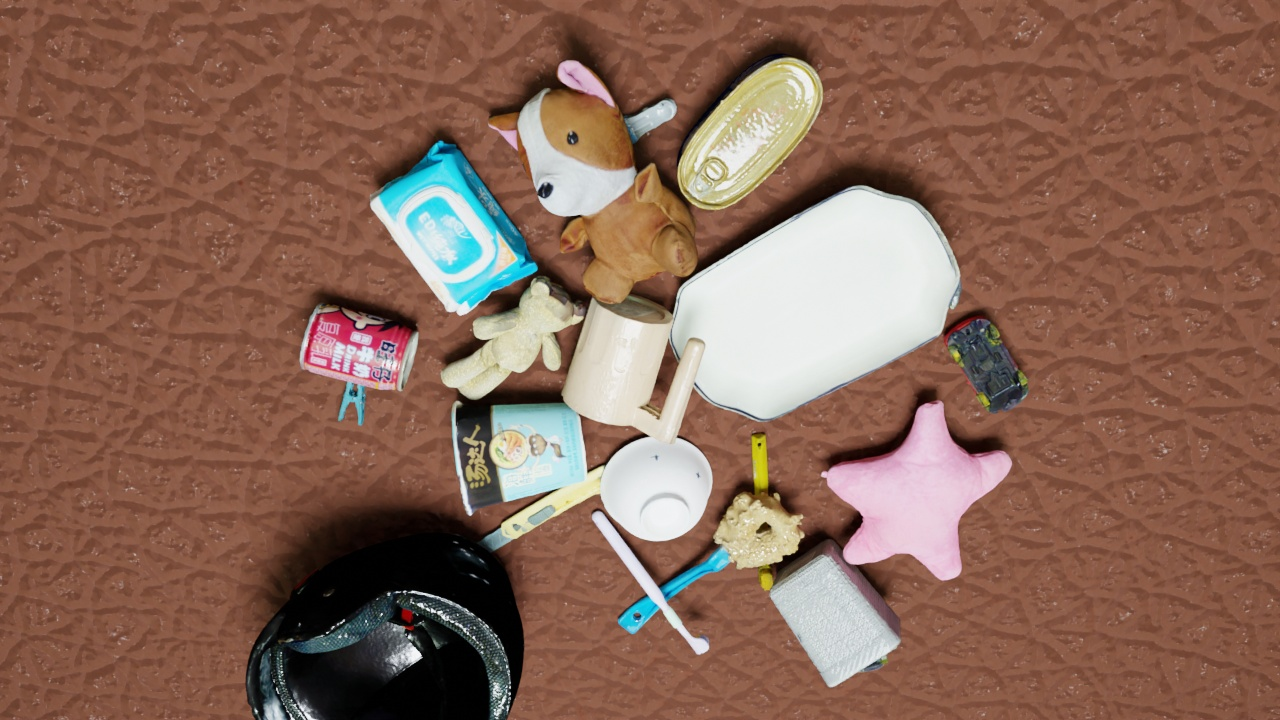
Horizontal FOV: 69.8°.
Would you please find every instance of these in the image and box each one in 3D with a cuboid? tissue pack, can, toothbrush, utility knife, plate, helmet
[{"bbox_3d":[-0.167,-0.116,0.819,0.090,0.063,0.140,-30,111,12],"label":"tissue pack"},{"bbox_3d":[0.091,-0.198,0.793,0.074,0.049,0.148,38,108,-16],"label":"can"},{"bbox_3d":[0.130,0.164,0.973,0.016,0.016,0.190,-5,114,2],"label":"toothbrush"},{"bbox_3d":[-0.106,0.163,0.974,0.207,0.021,0.031,-29,112,16],"label":"utility knife"},{"bbox_3d":[0.010,0.235,0.978,0.021,0.029,0.189,-40,93,-27],"label":"toothbrush"},{"bbox_3d":[-0.262,-0.011,0.862,0.094,0.066,0.067,15,113,-7],"label":"can"},{"bbox_3d":[0.155,-0.051,0.846,0.266,0.034,0.162,-30,101,21],"label":"plate"},{"bbox_3d":[-0.244,0.296,0.915,0.275,0.229,0.233,-20,104,19],"label":"helmet"}]

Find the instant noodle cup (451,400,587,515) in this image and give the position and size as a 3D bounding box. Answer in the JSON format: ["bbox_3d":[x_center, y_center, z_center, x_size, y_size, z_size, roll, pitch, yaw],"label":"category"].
[{"bbox_3d":[-0.115,0.086,0.894,0.120,0.111,0.111,-8,114,-6],"label":"instant noodle cup"}]

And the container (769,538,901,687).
[{"bbox_3d":[0.201,0.259,0.964,0.090,0.090,0.114,-38,83,13],"label":"container"}]

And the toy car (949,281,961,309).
[{"bbox_3d":[0.246,-0.063,0.863,0.105,0.032,0.048,-11,107,10],"label":"toy car"}]

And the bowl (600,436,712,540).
[{"bbox_3d":[0.020,0.143,0.930,0.118,0.064,0.118,-3,115,-6],"label":"bowl"}]

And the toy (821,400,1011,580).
[{"bbox_3d":[0.273,0.129,0.930,0.178,0.074,0.195,14,110,-5],"label":"toy"}]

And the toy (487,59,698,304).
[{"bbox_3d":[-0.040,-0.147,0.782,0.140,0.130,0.199,-20,108,35],"label":"toy"}]

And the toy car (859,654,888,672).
[{"bbox_3d":[0.251,0.311,1.031,0.042,0.035,0.090,-13,114,6],"label":"toy car"}]

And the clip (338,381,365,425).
[{"bbox_3d":[-0.285,0.039,0.914,0.040,0.014,0.056,14,115,-8],"label":"clip"}]

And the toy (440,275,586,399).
[{"bbox_3d":[-0.124,-0.018,0.870,0.157,0.066,0.105,-39,131,20],"label":"toy"}]

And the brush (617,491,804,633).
[{"bbox_3d":[0.068,0.223,0.983,0.083,0.045,0.255,42,117,-13],"label":"brush"}]

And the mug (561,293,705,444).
[{"bbox_3d":[-0.005,0.005,0.852,0.125,0.084,0.104,28,113,26],"label":"mug"}]

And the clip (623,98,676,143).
[{"bbox_3d":[0.005,-0.211,0.805,0.057,0.033,0.025,-25,110,17],"label":"clip"}]

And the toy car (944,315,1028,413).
[{"bbox_3d":[0.338,0.005,0.897,0.049,0.031,0.106,-34,109,14],"label":"toy car"}]
